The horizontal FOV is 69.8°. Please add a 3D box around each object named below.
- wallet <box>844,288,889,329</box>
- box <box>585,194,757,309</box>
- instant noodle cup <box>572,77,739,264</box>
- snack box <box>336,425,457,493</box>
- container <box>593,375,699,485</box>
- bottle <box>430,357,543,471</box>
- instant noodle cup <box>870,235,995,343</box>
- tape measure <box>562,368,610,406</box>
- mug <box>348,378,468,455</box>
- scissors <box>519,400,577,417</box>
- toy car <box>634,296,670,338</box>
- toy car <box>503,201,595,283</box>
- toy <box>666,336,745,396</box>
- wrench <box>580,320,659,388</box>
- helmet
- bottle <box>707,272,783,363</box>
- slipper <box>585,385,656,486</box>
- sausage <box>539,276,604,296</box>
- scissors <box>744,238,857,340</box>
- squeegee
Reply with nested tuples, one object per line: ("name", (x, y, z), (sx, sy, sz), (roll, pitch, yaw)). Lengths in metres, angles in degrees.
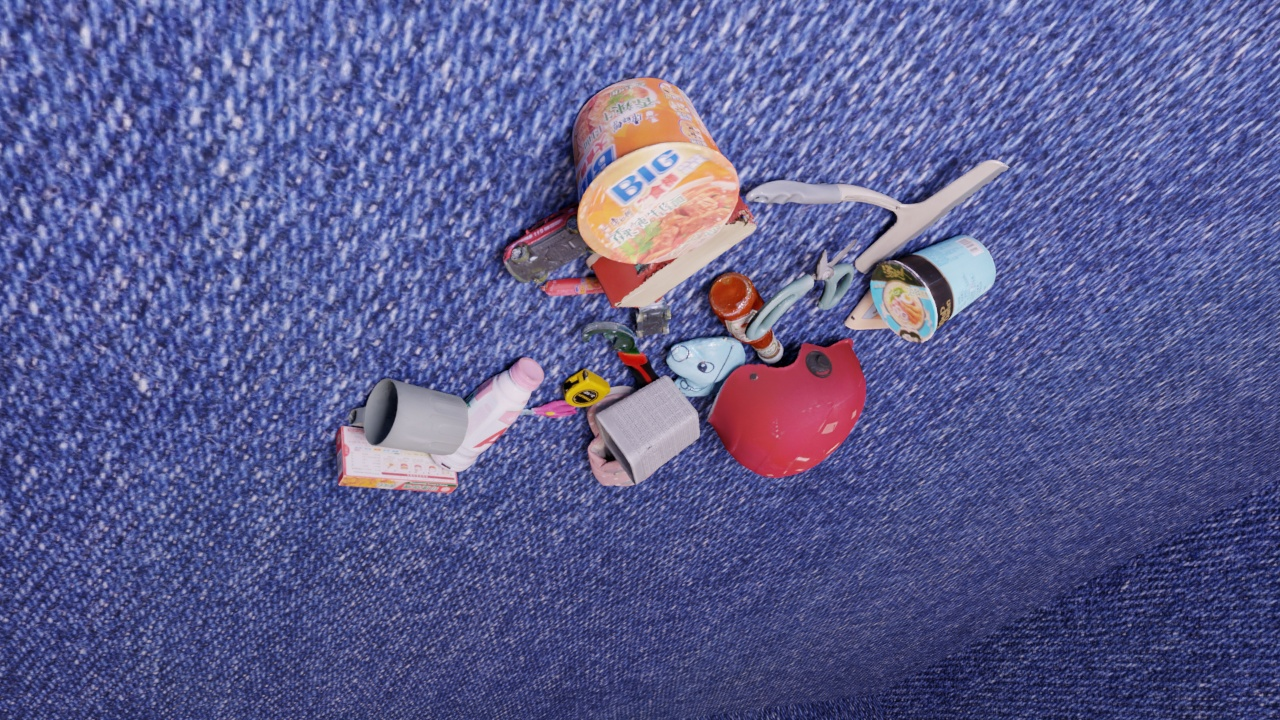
("wallet", (0.336, -0.082, 1.223), (0.087, 0.024, 0.115), (4, 142, -19))
("box", (0.037, -0.117, 0.970), (0.169, 0.079, 0.091), (-34, 167, 28))
("instant noodle cup", (0.005, -0.180, 0.854), (0.151, 0.111, 0.152), (-11, 147, -7))
("snack box", (-0.323, 0.132, 1.220), (0.155, 0.077, 0.027), (10, 140, -34))
("container", (0.013, 0.090, 1.227), (0.114, 0.090, 0.090), (-32, 154, -11))
("bottle", (-0.198, 0.069, 1.189), (0.068, 0.068, 0.197), (18, 132, -41))
("instant noodle cup", (0.366, -0.095, 1.130), (0.120, 0.111, 0.111), (-28, 151, -19))
("tape measure", (-0.075, 0.036, 1.223), (0.057, 0.028, 0.060), (-32, 144, 22))
("mug", (-0.293, 0.075, 1.159), (0.103, 0.083, 0.124), (16, 163, -41))
("scissors", (-0.152, 0.071, 1.260), (0.135, 0.017, 0.063), (-6, 159, -6))
("toy car", (0.013, -0.054, 1.119), (0.043, 0.034, 0.091), (-11, 161, -3))
("toy car", (-0.087, -0.125, 0.960), (0.121, 0.045, 0.053), (-28, 144, 9))
("toy", (0.091, 0.008, 1.232), (0.161, 0.049, 0.157), (7, 146, -34))
("wrench", (-0.007, 0.007, 1.196), (0.056, 0.016, 0.273), (-13, 155, 15))
("helmet", (0.220, 0.077, 1.268), (0.239, 0.144, 0.207), (-19, 158, -16))
("bottle", (0.141, -0.045, 1.164), (0.060, 0.059, 0.206), (-24, 152, 13))
("slipper", (-0.023, 0.128, 1.359), (0.114, 0.054, 0.275), (-13, 146, -3))
("sausage", (-0.040, -0.088, 1.060), (0.155, 0.020, 0.020), (-5, 146, -16))
("scissors", (0.200, -0.076, 1.106), (0.174, 0.019, 0.170), (-43, 157, 8))
("squeegee", (0.221, -0.178, 1.015), (0.246, 0.039, 0.247), (3, 157, -24))
